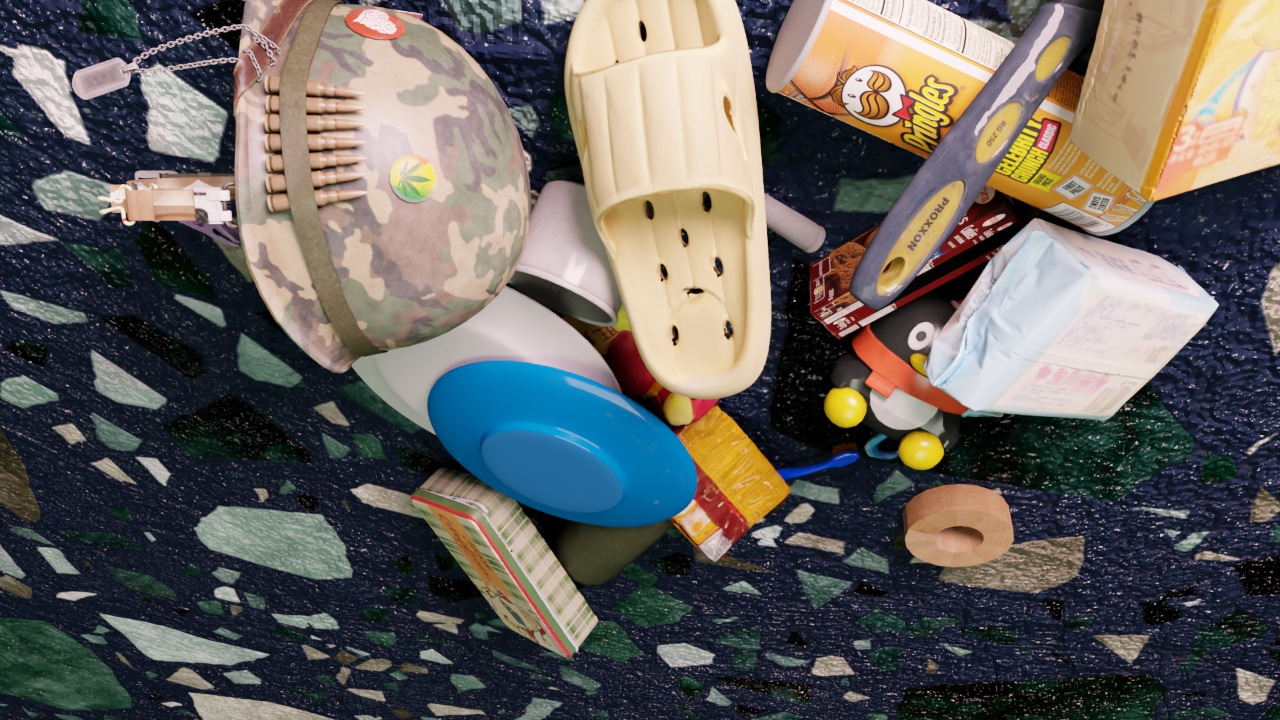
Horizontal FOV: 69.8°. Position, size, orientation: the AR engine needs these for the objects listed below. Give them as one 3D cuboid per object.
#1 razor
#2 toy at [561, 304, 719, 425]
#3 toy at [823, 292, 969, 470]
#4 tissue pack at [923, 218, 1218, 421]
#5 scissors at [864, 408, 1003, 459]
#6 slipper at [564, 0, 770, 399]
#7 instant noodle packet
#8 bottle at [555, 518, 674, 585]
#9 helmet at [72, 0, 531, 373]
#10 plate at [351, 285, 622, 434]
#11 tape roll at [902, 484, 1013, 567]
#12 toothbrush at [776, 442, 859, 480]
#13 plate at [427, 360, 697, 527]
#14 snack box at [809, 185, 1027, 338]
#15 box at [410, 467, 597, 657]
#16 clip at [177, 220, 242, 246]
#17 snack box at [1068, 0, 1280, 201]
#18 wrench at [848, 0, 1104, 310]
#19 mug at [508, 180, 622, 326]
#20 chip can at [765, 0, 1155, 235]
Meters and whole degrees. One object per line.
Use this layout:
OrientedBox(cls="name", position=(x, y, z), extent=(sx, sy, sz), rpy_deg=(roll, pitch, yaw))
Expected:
OrientedBox(cls="razor", position=(0.074, -0.103, 0.601), extent=(0.116, 0.047, 0.088), rpy_deg=(25, 135, -27))
OrientedBox(cls="toy", position=(-0.004, 0.004, 0.713), extent=(0.137, 0.067, 0.106), rpy_deg=(36, 136, -15))
OrientedBox(cls="toy", position=(0.196, 0.000, 0.649), extent=(0.097, 0.099, 0.119), rpy_deg=(30, 113, 5))
OrientedBox(cls="tissue pack", position=(0.266, -0.021, 0.577), extent=(0.181, 0.070, 0.112), rpy_deg=(7, 129, -34))
OrientedBox(cls="scissors", position=(0.224, 0.045, 0.750), extent=(0.134, 0.012, 0.134), rpy_deg=(4, 136, 3))
OrientedBox(cls="slipper", position=(0.012, -0.092, 0.524), extent=(0.111, 0.079, 0.261), rpy_deg=(-4, 108, 23))
OrientedBox(cls="instant noodle packet", position=(0.061, 0.104, 0.787), extent=(0.098, 0.039, 0.135), rpy_deg=(-40, 114, 3))
OrientedBox(cls="bottle", position=(-0.035, 0.170, 0.884), extent=(0.071, 0.071, 0.207), rpy_deg=(25, 135, -16))
OrientedBox(cls="helmet", position=(-0.187, -0.106, 0.526), extent=(0.236, 0.192, 0.224), rpy_deg=(-21, 107, -5))
OrientedBox(cls="plate", position=(-0.129, 0.017, 0.710), extent=(0.242, 0.016, 0.243), rpy_deg=(14, 144, 10))
OrientedBox(cls="tape roll", position=(0.289, 0.152, 0.838), extent=(0.094, 0.027, 0.094), rpy_deg=(5, 137, 5))
OrientedBox(cls="toothbrush", position=(0.114, 0.105, 0.832), extent=(0.183, 0.018, 0.016), rpy_deg=(-21, 129, 32))
OrientedBox(cls="plate", position=(-0.067, 0.080, 0.724), extent=(0.224, 0.024, 0.225), rpy_deg=(13, 144, 9))
OrientedBox(cls="snack box", position=(0.179, -0.071, 0.604), extent=(0.141, 0.050, 0.031), rpy_deg=(-31, 124, 35))
OrientedBox(cls="box", position=(-0.132, 0.197, 0.893), extent=(0.118, 0.050, 0.205), rpy_deg=(5, 131, 43))
OrientedBox(cls="clip", position=(-0.322, -0.107, 0.685), extent=(0.050, 0.014, 0.046), rpy_deg=(13, 134, 1))
OrientedBox(cls="snack box", position=(0.307, -0.173, 0.417), extent=(0.195, 0.080, 0.145), rpy_deg=(-17, 135, -10))
OrientedBox(cls="wrench", position=(0.193, -0.141, 0.459), extent=(0.073, 0.022, 0.274), rpy_deg=(29, 102, -22))
OrientedBox(cls="mug", position=(-0.046, -0.069, 0.623), extent=(0.084, 0.070, 0.113), rpy_deg=(26, 170, -14))
OrientedBox(cls="chip can", position=(0.183, -0.143, 0.510), extent=(0.215, 0.075, 0.075), rpy_deg=(20, 136, -11))
